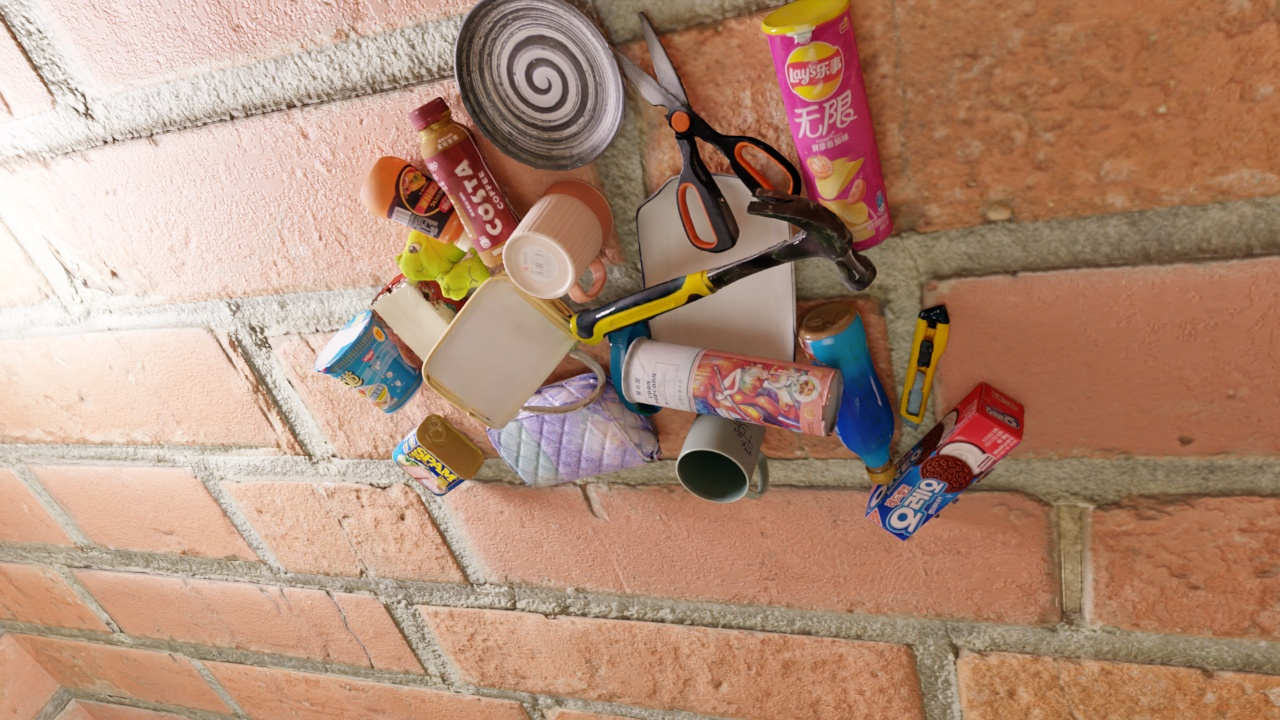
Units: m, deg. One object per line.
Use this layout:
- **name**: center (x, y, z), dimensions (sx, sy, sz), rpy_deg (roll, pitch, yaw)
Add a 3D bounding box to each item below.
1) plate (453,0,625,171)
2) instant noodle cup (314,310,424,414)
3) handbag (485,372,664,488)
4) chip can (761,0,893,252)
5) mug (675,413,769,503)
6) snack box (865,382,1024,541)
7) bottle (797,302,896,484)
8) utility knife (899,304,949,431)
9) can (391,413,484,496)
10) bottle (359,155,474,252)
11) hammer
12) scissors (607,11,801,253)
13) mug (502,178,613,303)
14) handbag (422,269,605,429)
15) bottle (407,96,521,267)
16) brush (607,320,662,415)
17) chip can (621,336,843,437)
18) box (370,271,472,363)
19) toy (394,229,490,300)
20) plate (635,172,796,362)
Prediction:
- **plate**: center (-0.095, -0.265, 0.873), dimensions (0.179, 0.024, 0.180), rpy_deg (13, 131, 15)
- **instant noodle cup**: center (-0.338, 0.009, 1.165), dimensions (0.099, 0.099, 0.110), rpy_deg (-22, 125, 35)
- **handbag**: center (-0.083, 0.089, 1.130), dimensions (0.194, 0.075, 0.134), rpy_deg (-14, 123, 33)
- **chip can**: center (0.165, -0.198, 0.789), dimensions (0.071, 0.071, 0.211), rpy_deg (-5, 126, 26)
- **mug**: center (0.104, 0.104, 1.040), dimensions (0.111, 0.106, 0.082), rpy_deg (41, 130, -12)
- **snack box**: center (0.325, 0.115, 0.991), dimensions (0.058, 0.057, 0.208), rpy_deg (31, 133, 0)
- **bottle**: center (0.227, 0.043, 0.966), dimensions (0.065, 0.065, 0.219), rpy_deg (-9, 123, 29)
- **utility knife**: center (0.292, 0.012, 0.947), dimensions (0.033, 0.015, 0.168), rpy_deg (12, 131, 17)
- **can**: center (-0.280, 0.133, 1.262), dimensions (0.102, 0.057, 0.083), rpy_deg (42, 133, -13)
- **bottle**: center (-0.225, -0.161, 0.995), dimensions (0.149, 0.066, 0.067), rpy_deg (29, 133, -12)
- **hammer**: center (0.052, -0.074, 0.879), dimensions (0.324, 0.031, 0.126), rpy_deg (-18, 131, 40)
- **scissors**: center (0.059, -0.206, 0.828), dimensions (0.198, 0.021, 0.227), rpy_deg (5, 116, 28)
- **mug**: center (-0.076, -0.111, 0.939), dimensions (0.082, 0.105, 0.114), rpy_deg (-14, 120, 32)
- **handbag**: center (-0.131, 0.003, 1.028), dimensions (0.178, 0.063, 0.164), rpy_deg (39, 108, -8)
- **bottle**: center (-0.177, -0.184, 0.948), dimensions (0.058, 0.057, 0.175), rpy_deg (-16, 112, 32)
- **brush**: center (-0.006, 0.006, 1.029), dimensions (0.055, 0.073, 0.144), rpy_deg (7, 130, 27)
- **chip can**: center (0.092, 0.026, 0.931), dimensions (0.215, 0.071, 0.071), rpy_deg (9, 131, 23)
- **box**: center (-0.233, -0.033, 1.091), dimensions (0.092, 0.076, 0.168), rpy_deg (-23, 116, 36)
- **toy**: center (-0.219, -0.113, 1.029), dimensions (0.100, 0.096, 0.031), rpy_deg (57, 170, 11)
- **plate**: center (0.083, -0.073, 0.942), dimensions (0.162, 0.034, 0.266), rpy_deg (6, 125, 21)
